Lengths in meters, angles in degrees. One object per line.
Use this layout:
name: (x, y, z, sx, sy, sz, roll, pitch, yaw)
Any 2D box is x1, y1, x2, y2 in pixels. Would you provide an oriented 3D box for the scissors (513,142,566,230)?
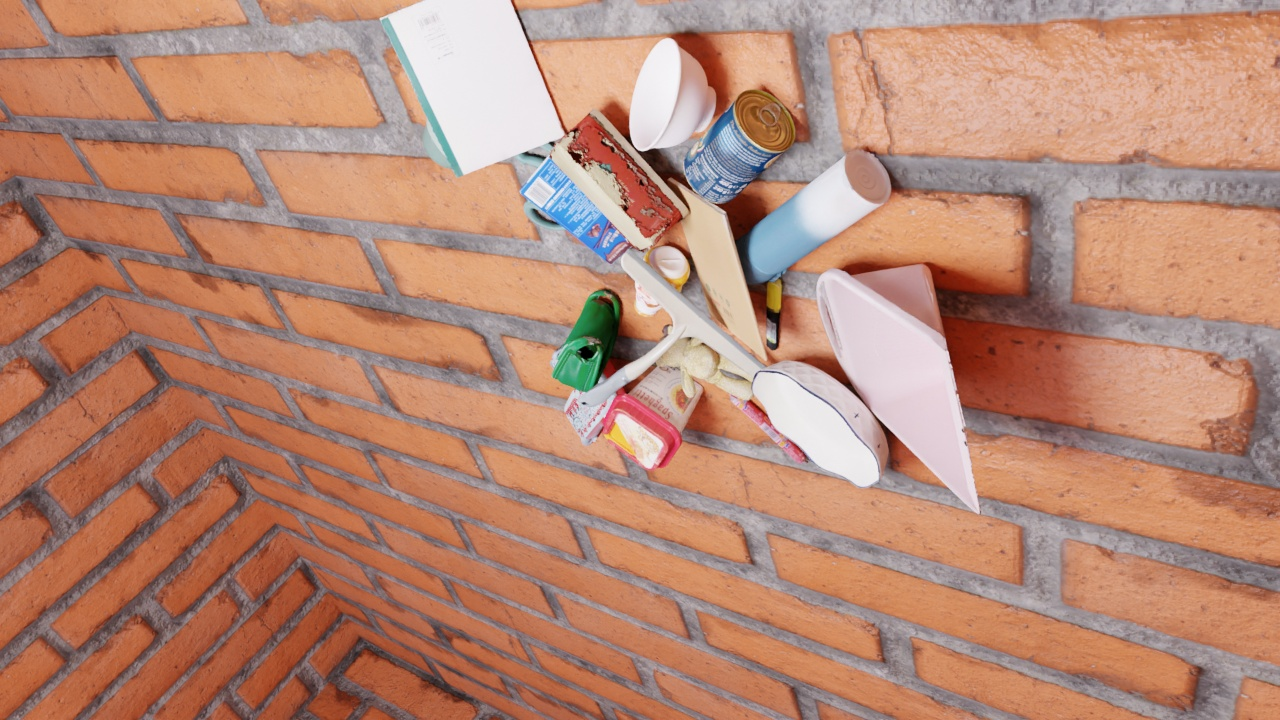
scissors: (-0.108, -0.219, 1.237, 0.174, 0.019, 0.178, 33, 143, 4)

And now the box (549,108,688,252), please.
box: (-0.032, -0.208, 1.104, 0.168, 0.079, 0.091, 46, 171, -9)

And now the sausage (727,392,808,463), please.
sausage: (0.183, 0.095, 1.313, 0.156, 0.020, 0.020, 43, 145, -4)

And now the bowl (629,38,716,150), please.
bowl: (0.042, -0.278, 0.986, 0.064, 0.118, 0.119, 9, 153, -24)

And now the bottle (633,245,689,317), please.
bottle: (0.023, -0.101, 1.207, 0.063, 0.063, 0.109, 36, 144, 6)

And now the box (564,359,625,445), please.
box: (-0.076, 0.072, 1.461, 0.087, 0.048, 0.202, 63, 154, 15)

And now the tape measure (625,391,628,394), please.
tape measure: (-0.002, 0.078, 1.457, 0.058, 0.025, 0.055, 22, 143, 29)

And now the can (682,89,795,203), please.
can: (0.104, -0.227, 0.988, 0.075, 0.075, 0.111, 44, 145, -5)

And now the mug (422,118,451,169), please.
mug: (-0.224, -0.305, 1.206, 0.111, 0.082, 0.107, 14, 149, -19)

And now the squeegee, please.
squeegee: (-0.007, 0.007, 1.223, 0.246, 0.039, 0.247, 39, 126, -19)

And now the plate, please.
plate: (0.233, 0.076, 1.176, 0.205, 0.045, 0.205, 42, 165, 14)

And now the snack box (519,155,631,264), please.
snack box: (-0.073, -0.198, 1.195, 0.157, 0.026, 0.085, 38, 141, -14)

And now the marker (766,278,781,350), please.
marker: (0.169, -0.057, 1.167, 0.018, 0.015, 0.124, 23, 144, 24)

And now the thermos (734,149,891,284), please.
thermos: (0.179, -0.150, 1.016, 0.070, 0.070, 0.221, 45, 145, -7)

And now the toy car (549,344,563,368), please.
toy car: (-0.098, -0.007, 1.444, 0.054, 0.036, 0.121, 48, 141, -11)

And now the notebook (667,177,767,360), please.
notebook: (0.094, -0.111, 1.115, 0.148, 0.008, 0.208, 47, 162, 54)

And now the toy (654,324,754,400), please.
toy: (0.095, 0.004, 1.267, 0.157, 0.066, 0.105, 24, 110, 15)

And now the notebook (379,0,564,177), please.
notebook: (-0.198, -0.339, 1.107, 0.150, 0.012, 0.209, -21, 123, 2)

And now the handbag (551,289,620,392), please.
handbag: (-0.072, -0.025, 1.320, 0.068, 0.131, 0.120, 25, 138, -2)

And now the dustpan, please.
dustpan: (0.268, 0.016, 0.998, 0.139, 0.272, 0.223, -12, 121, 18)

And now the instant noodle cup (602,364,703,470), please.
instant noodle cup: (0.023, 0.077, 1.348, 0.116, 0.123, 0.117, 36, 144, 7)
